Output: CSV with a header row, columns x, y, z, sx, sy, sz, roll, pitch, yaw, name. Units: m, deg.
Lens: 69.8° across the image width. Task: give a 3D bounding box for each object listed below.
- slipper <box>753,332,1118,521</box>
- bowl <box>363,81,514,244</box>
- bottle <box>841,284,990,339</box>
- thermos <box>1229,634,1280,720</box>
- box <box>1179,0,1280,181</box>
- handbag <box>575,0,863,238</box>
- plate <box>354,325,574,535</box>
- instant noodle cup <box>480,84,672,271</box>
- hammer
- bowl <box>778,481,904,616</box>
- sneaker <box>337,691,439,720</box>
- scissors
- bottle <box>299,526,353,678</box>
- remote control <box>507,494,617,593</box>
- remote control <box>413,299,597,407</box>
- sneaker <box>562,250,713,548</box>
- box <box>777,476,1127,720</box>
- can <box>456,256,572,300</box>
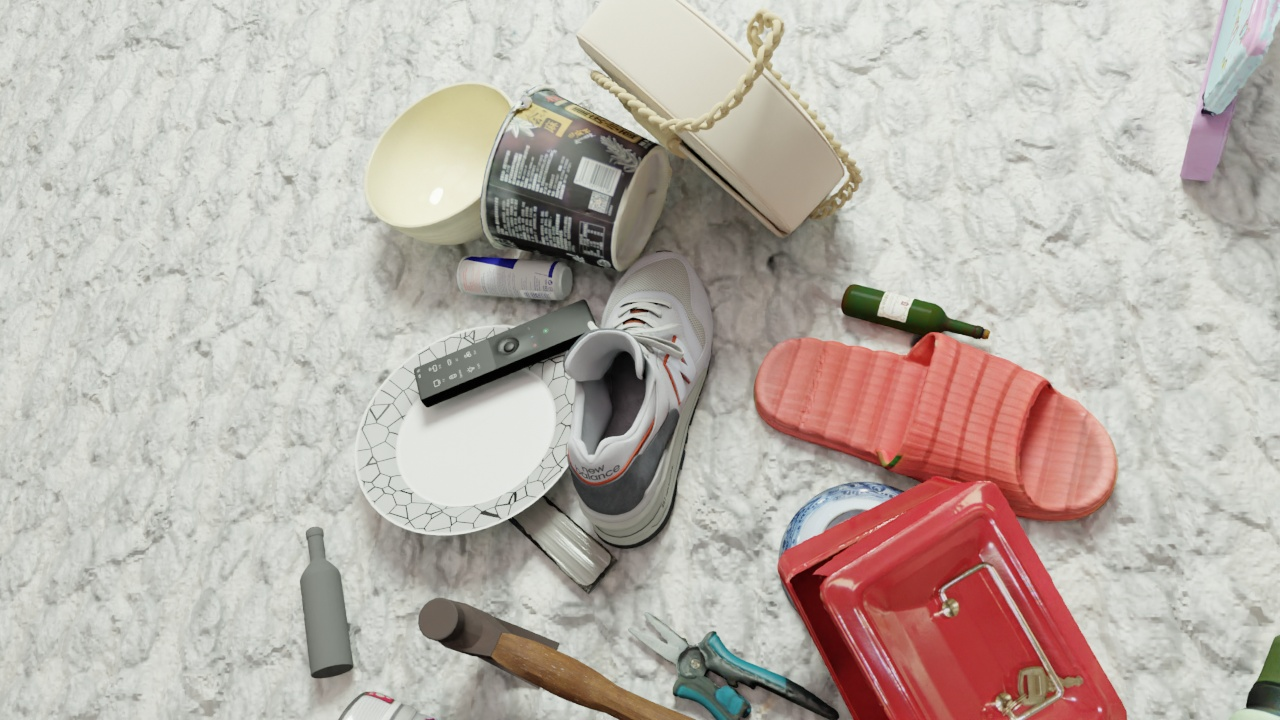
x,y,z,sx,sy,sz,roll,pitch,yaw,name
0.193,0.032,0.624,0.249,0.059,0.103,17,72,24,slipper
-0.156,-0.159,0.798,0.151,0.075,0.150,-10,61,19,bowl
0.200,-0.032,0.670,0.106,0.025,0.025,17,71,23,bottle
0.327,0.257,0.472,0.082,0.082,0.231,25,74,25,thermos
0.423,-0.249,0.637,0.035,0.151,0.213,17,71,20,box
0.057,-0.193,0.681,0.103,0.208,0.210,-48,61,10,handbag
-0.130,0.052,0.716,0.189,0.016,0.188,-8,53,10,plate
-0.046,-0.136,0.736,0.112,0.137,0.137,22,73,14,instant noodle cup
0.010,0.218,0.555,0.323,0.115,0.033,18,71,23,hammer
0.146,0.127,0.599,0.114,0.045,0.114,-6,64,13,bowl
-0.139,0.345,0.561,0.128,0.097,0.262,6,75,-4,sneaker
0.059,0.216,0.597,0.123,0.019,0.147,-21,60,7,scissors
-0.240,0.179,0.693,0.030,0.030,0.113,-22,62,5,bottle
-0.075,0.118,0.684,0.136,0.013,0.033,36,78,27,remote control
-0.107,-0.007,0.731,0.150,0.013,0.034,-22,52,-1,remote control
-0.004,0.004,0.654,0.089,0.124,0.239,1,66,16,sneaker
0.170,0.160,0.526,0.134,0.110,0.157,-26,85,-9,box
-0.105,-0.069,0.770,0.095,0.032,0.032,5,67,18,can
